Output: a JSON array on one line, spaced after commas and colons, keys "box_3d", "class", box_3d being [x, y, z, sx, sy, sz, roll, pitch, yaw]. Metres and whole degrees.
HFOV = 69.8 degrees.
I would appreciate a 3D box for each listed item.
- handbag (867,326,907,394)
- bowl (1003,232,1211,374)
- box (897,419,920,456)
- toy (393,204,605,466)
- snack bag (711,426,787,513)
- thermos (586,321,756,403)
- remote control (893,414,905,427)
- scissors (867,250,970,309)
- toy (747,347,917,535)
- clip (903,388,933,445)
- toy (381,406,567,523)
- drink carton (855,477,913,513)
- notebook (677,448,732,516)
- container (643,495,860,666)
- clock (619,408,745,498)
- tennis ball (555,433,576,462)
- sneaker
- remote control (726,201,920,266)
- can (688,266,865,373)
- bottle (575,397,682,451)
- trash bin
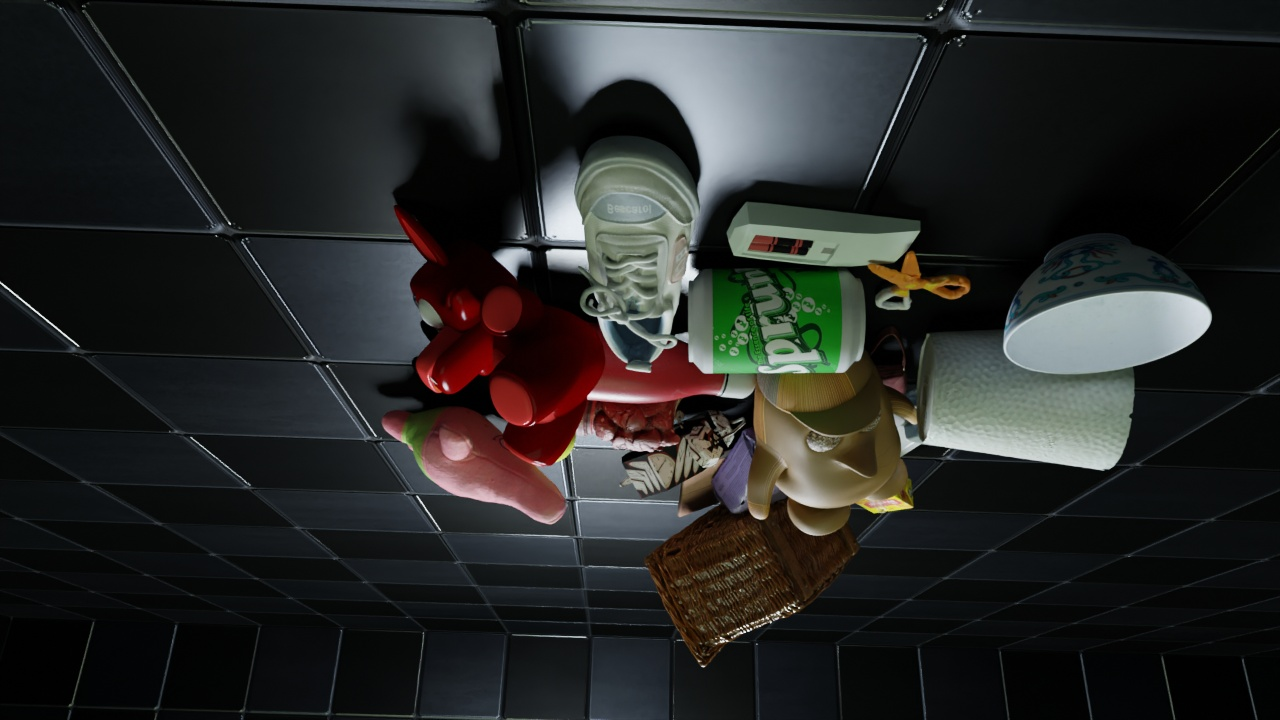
[{"box_3d": [0.243, 0.001, 0.911, 0.055, 0.029, 0.120, 0, 151, 8], "class": "handbag"}, {"box_3d": [0.358, -0.052, 0.721, 0.144, 0.074, 0.144, 1, 156, 0], "class": "bowl"}, {"box_3d": [0.288, 0.107, 1.129, 0.064, 0.033, 0.210, 9, 154, -10], "class": "box"}, {"box_3d": [-0.122, -0.019, 0.731, 0.197, 0.120, 0.158, 41, 164, 16], "class": "toy"}, {"box_3d": [0.153, 0.123, 1.081, 0.096, 0.058, 0.206, -15, 157, -15], "class": "snack bag"}, {"box_3d": [-0.005, 0.005, 0.873, 0.239, 0.073, 0.073, 6, 155, -12], "class": "thermos"}, {"box_3d": [0.236, 0.073, 1.034, 0.074, 0.019, 0.151, 28, 154, 3], "class": "remote control"}, {"box_3d": [0.215, -0.064, 0.764, 0.133, 0.012, 0.097, 13, 156, -41], "class": "scissors"}, {"box_3d": [0.177, 0.053, 0.868, 0.198, 0.162, 0.203, -28, 130, -9], "class": "toy"}, {"box_3d": [0.360, 0.038, 0.968, 0.167, 0.028, 0.127, -10, 136, 15], "class": "clip"}, {"box_3d": [-0.183, 0.118, 1.062, 0.237, 0.096, 0.192, 25, 170, 21], "class": "toy"}, {"box_3d": [0.287, 0.154, 1.145, 0.059, 0.042, 0.134, -17, 148, 36], "class": "drink carton"}, {"box_3d": [0.118, 0.151, 1.198, 0.141, 0.008, 0.209, -19, 157, -8], "class": "notebook"}, {"box_3d": [0.164, 0.265, 1.238, 0.184, 0.162, 0.249, -32, 174, 36], "class": "container"}, {"box_3d": [0.048, 0.093, 1.041, 0.155, 0.065, 0.114, -27, -177, 23], "class": "clock"}, {"box_3d": [-0.108, 0.087, 1.067, 0.065, 0.065, 0.065, 1, 156, 0], "class": "tennis ball"}, {"box_3d": [-0.001, -0.067, 0.695, 0.089, 0.090, 0.242, 1, 155, 3], "class": "sneaker"}, {"box_3d": [0.139, -0.092, 0.707, 0.143, 0.024, 0.050, 5, 155, -8], "class": "remote control"}, {"box_3d": [0.110, -0.033, 0.762, 0.140, 0.087, 0.088, 0, 156, 4], "class": "can"}, {"box_3d": [-0.008, 0.047, 0.957, 0.111, 0.098, 0.099, 11, 156, 5], "class": "bottle"}, {"box_3d": [0.346, 0.030, 0.848, 0.161, 0.133, 0.133, 3, 156, 9], "class": "trash bin"}]
